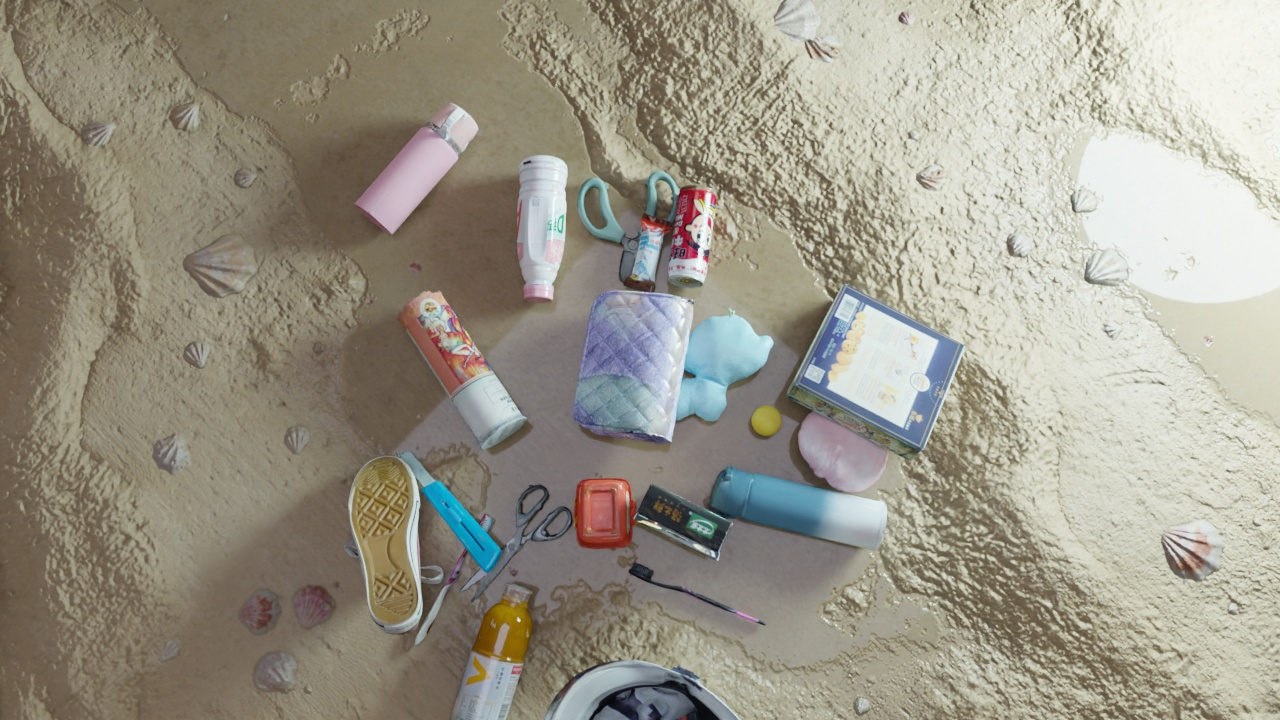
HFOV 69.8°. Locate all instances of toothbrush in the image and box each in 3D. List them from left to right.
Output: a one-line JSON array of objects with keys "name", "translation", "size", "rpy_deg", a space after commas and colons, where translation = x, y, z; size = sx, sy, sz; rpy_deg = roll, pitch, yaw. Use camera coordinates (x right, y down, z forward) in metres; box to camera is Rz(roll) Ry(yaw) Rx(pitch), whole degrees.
[{"name": "toothbrush", "translation": [-0.242, 0.286, 1.193], "size": [0.017, 0.016, 0.187], "rpy_deg": [29, 80, -4]}, {"name": "toothbrush", "translation": [0.074, 0.303, 1.186], "size": [0.189, 0.014, 0.017], "rpy_deg": [21, 67, 4]}]

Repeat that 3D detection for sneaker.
[{"name": "sneaker", "translation": [-0.317, 0.239, 1.169], "size": [0.118, 0.088, 0.240], "rpy_deg": [-9, 56, -13]}]

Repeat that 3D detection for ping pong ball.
[{"name": "ping pong ball", "translation": [0.167, 0.080, 1.215], "size": [0.040, 0.040, 0.040], "rpy_deg": [0, 78, 1]}]

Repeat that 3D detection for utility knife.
[{"name": "utility knife", "translation": [-0.253, 0.192, 1.202], "size": [0.034, 0.018, 0.204], "rpy_deg": [-43, 71, -5]}]

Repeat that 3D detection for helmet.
[{"name": "helmet", "translation": [0.015, 0.473, 1.084], "size": [0.259, 0.146, 0.228], "rpy_deg": [27, 78, 14]}]

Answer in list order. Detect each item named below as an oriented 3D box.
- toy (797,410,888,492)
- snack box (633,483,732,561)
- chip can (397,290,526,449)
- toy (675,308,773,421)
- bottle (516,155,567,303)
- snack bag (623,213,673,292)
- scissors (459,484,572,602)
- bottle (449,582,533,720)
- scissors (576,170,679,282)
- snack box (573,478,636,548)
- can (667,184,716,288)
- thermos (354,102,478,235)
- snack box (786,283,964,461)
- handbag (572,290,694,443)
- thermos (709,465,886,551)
[{"name": "toy", "translation": [0.279, 0.095, 1.205], "size": [0.121, 0.054, 0.159], "rpy_deg": [39, 70, 8]}, {"name": "snack box", "translation": [0.053, 0.203, 1.148], "size": [0.113, 0.126, 0.053], "rpy_deg": [25, 79, 6]}, {"name": "chip can", "translation": [-0.240, 0.011, 1.221], "size": [0.071, 0.071, 0.214], "rpy_deg": [-34, 79, -6]}, {"name": "toy", "translation": [0.096, 0.005, 1.228], "size": [0.161, 0.050, 0.156], "rpy_deg": [1, 82, 13]}, {"name": "bottle", "translation": [-0.137, -0.179, 1.262], "size": [0.068, 0.068, 0.196], "rpy_deg": [2, 82, 1]}, {"name": "snack bag", "translation": [0.011, -0.146, 1.258], "size": [0.048, 0.026, 0.104], "rpy_deg": [17, 84, 6]}, {"name": "scissors", "translation": [-0.160, 0.246, 1.201], "size": [0.150, 0.014, 0.170], "rpy_deg": [5, 79, 3]}, {"name": "bottle", "translation": [-0.180, 0.375, 1.146], "size": [0.068, 0.068, 0.189], "rpy_deg": [16, 79, 4]}, {"name": "scissors", "translation": [-0.029, -0.195, 1.287], "size": [0.176, 0.019, 0.174], "rpy_deg": [17, 82, 3]}, {"name": "snack box", "translation": [-0.046, 0.194, 1.175], "size": [0.082, 0.080, 0.091], "rpy_deg": [-2, 78, 0]}, {"name": "can", "translation": [0.071, -0.170, 1.261], "size": [0.053, 0.053, 0.132], "rpy_deg": [8, 78, 2]}, {"name": "thermos", "translation": [-0.307, -0.270, 1.272], "size": [0.067, 0.087, 0.198], "rpy_deg": [41, 82, -10]}, {"name": "snack box", "translation": [0.308, 0.013, 1.199], "size": [0.182, 0.046, 0.177], "rpy_deg": [29, 62, 6]}, {"name": "handbag", "translation": [-0.007, 0.007, 1.210], "size": [0.134, 0.075, 0.193], "rpy_deg": [6, 79, 23]}, {"name": "thermos", "translation": [0.201, 0.190, 1.182], "size": [0.220, 0.070, 0.070], "rpy_deg": [12, 79, 4]}]
